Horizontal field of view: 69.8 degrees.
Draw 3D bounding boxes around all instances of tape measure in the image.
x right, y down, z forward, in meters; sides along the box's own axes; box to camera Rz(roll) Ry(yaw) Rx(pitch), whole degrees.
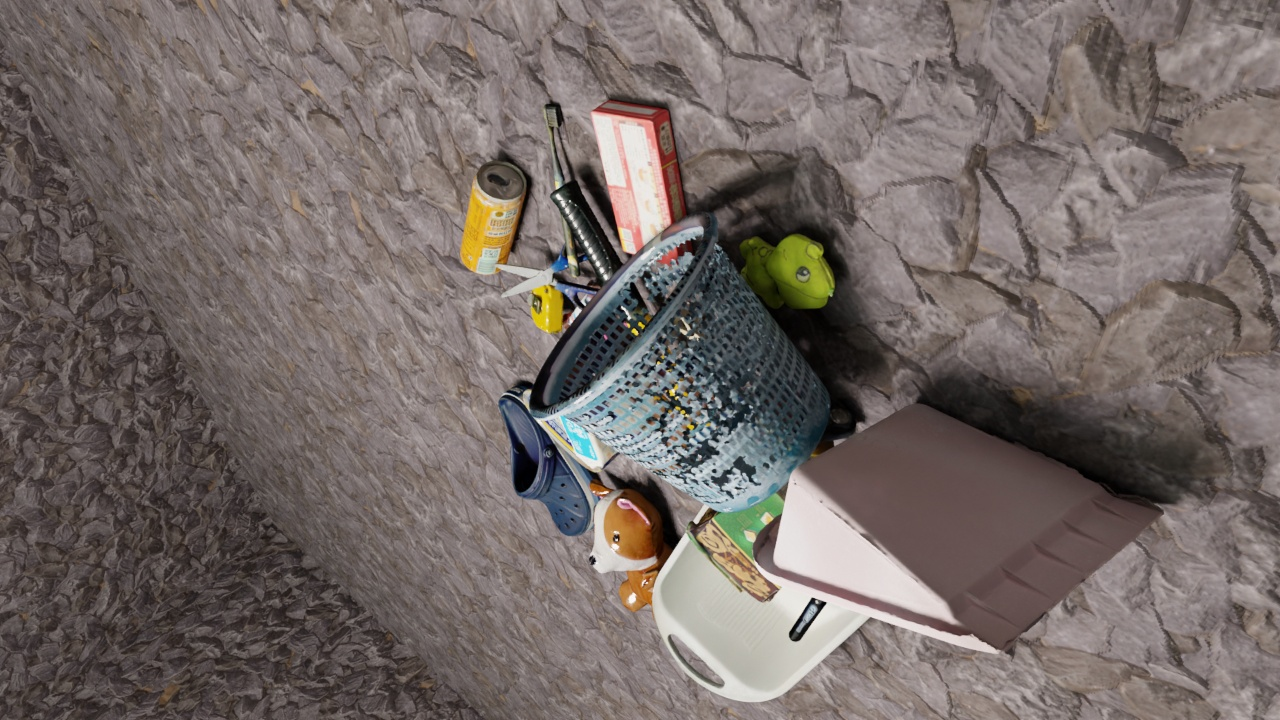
[{"bbox_3d":[-0.113,-0.065,1.081,0.057,0.028,0.060,28,119,58],"label":"tape measure"}]

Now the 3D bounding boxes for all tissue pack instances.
[{"bbox_3d":[-0.053,0.052,1.094,0.063,0.089,0.140,14,135,43],"label":"tissue pack"}]

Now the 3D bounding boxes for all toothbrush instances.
[{"bbox_3d":[-0.077,-0.169,0.938,0.017,0.012,0.186,13,126,30],"label":"toothbrush"}]

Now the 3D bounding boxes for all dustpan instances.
[{"bbox_3d":[0.226,0.146,0.736,0.273,0.222,0.139,37,136,42],"label":"dustpan"},{"bbox_3d":[0.125,0.283,1.073,0.223,0.142,0.258,40,149,15],"label":"dustpan"}]

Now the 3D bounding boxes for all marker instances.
[{"bbox_3d":[0.195,0.268,1.012,0.018,0.015,0.124,36,120,20],"label":"marker"}]

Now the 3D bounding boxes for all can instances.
[{"bbox_3d":[-0.087,0.079,1.204,0.148,0.049,0.075,43,149,10],"label":"can"},{"bbox_3d":[-0.169,-0.159,1.043,0.058,0.058,0.146,44,148,9],"label":"can"}]

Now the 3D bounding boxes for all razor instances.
[{"bbox_3d":[0.146,0.073,0.913,0.168,0.062,0.067,145,116,-64],"label":"razor"}]

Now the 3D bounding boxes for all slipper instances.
[{"bbox_3d":[-0.137,0.156,1.312,0.105,0.095,0.253,5,124,53],"label":"slipper"}]

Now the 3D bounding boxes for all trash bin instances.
[{"bbox_3d":[0.048,0.018,0.798,0.195,0.226,0.227,41,152,-17],"label":"trash bin"}]

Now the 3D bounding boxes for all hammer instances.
[{"bbox_3d":[-0.005,-0.047,0.949,0.301,0.032,0.129,60,166,-15],"label":"hammer"}]

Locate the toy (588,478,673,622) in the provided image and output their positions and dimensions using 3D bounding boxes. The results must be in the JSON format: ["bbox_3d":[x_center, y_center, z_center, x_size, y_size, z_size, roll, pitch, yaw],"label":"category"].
[{"bbox_3d":[-0.010,0.258,1.244,0.140,0.130,0.199,7,120,56],"label":"toy"}]

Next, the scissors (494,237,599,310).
[{"bbox_3d":[-0.096,-0.099,1.020,0.166,0.012,0.155,35,127,18],"label":"scissors"}]

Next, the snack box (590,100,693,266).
[{"bbox_3d":[0.003,-0.162,0.854,0.075,0.025,0.153,21,139,37],"label":"snack box"}]

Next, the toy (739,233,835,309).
[{"bbox_3d":[0.127,-0.074,0.789,0.100,0.031,0.097,33,149,31],"label":"toy"}]

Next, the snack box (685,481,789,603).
[{"bbox_3d":[0.136,0.166,0.957,0.117,0.118,0.106,45,119,6],"label":"snack box"}]

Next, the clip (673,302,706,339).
[{"bbox_3d":[0.064,-0.012,0.932,0.102,0.034,0.094,31,143,35],"label":"clip"}]

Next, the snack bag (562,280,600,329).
[{"bbox_3d":[-0.060,-0.054,1.050,0.048,0.026,0.104,46,149,-3],"label":"snack bag"}]

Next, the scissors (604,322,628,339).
[{"bbox_3d":[-0.006,0.006,1.058,0.054,0.017,0.133,4,133,29],"label":"scissors"}]
